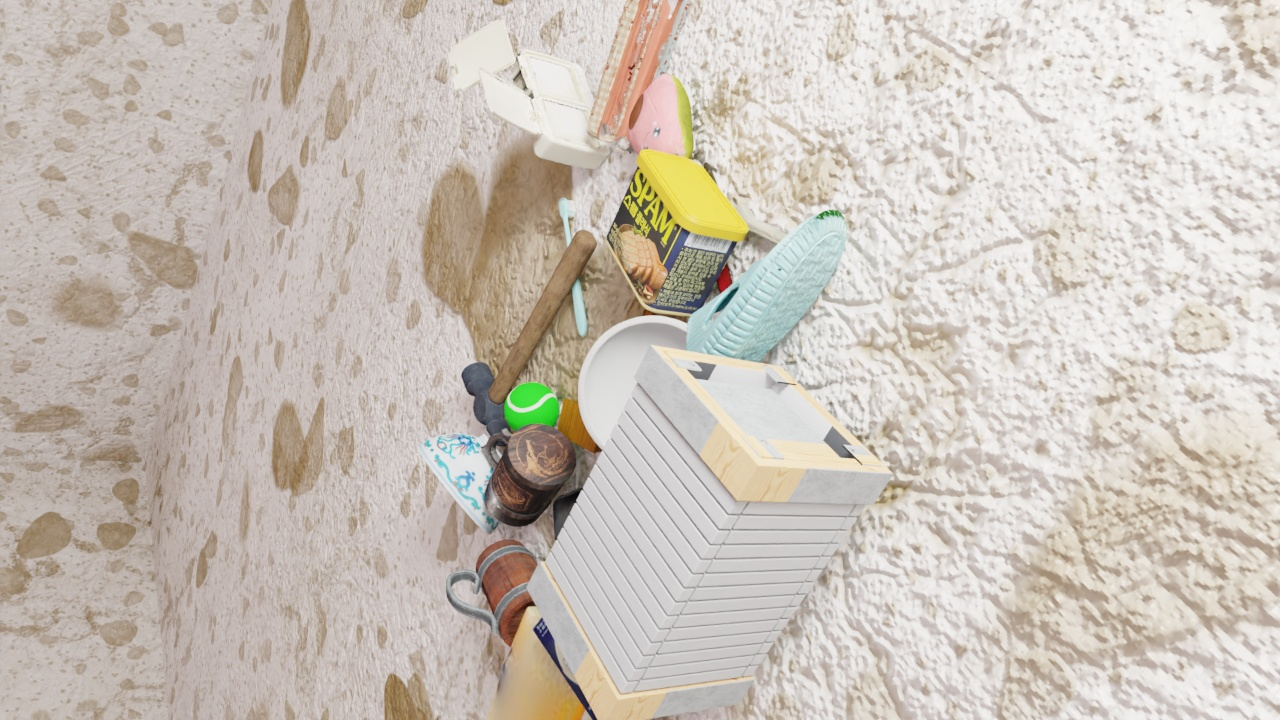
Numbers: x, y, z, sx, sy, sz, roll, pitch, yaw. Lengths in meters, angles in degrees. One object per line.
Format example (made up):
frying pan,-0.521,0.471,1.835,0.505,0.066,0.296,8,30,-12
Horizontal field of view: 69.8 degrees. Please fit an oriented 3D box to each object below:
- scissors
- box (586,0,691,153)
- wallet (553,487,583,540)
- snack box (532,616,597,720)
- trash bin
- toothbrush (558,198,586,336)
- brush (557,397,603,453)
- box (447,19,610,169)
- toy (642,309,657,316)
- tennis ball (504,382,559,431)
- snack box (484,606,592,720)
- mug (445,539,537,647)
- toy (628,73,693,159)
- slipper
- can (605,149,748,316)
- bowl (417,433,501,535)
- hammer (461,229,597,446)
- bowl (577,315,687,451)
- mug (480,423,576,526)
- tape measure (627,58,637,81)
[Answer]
scissors,0.093,-0.112,0.875,0.180,0.015,0.198,-12,74,53
box,-0.004,-0.325,1.011,0.067,0.056,0.187,26,109,19
wallet,-0.062,0.195,1.016,0.089,0.026,0.114,-30,61,45
snack box,-0.020,0.255,0.894,0.144,0.042,0.145,-52,40,0
trash bin,0.045,0.136,0.720,0.142,0.142,0.247,49,121,43
toothbrush,-0.079,-0.113,1.103,0.016,0.016,0.180,-27,64,46
brush,-0.052,0.079,1.029,0.126,0.017,0.048,21,100,52
box,-0.115,-0.305,1.045,0.081,0.180,0.143,-40,61,41
toy,-0.006,0.005,0.951,0.087,0.067,0.112,25,87,34
tennis ball,-0.130,0.059,1.096,0.066,0.065,0.065,-13,74,51
snack box,-0.102,0.386,0.989,0.145,0.080,0.195,39,114,49
mug,-0.159,0.270,1.060,0.111,0.117,0.082,45,137,51
toy,0.025,-0.240,0.956,0.090,0.051,0.110,-50,48,38
slipper,0.076,-0.019,0.788,0.069,0.115,0.277,40,115,20
can,0.030,-0.123,0.891,0.105,0.075,0.135,-63,37,32
bowl,-0.206,0.140,1.157,0.074,0.144,0.144,-39,41,-10
hammer,-0.133,-0.032,1.130,0.323,0.040,0.129,-55,49,35
bowl,0.016,0.031,0.892,0.150,0.043,0.149,1,94,15
mug,-0.140,0.121,1.066,0.115,0.079,0.107,54,139,18
tape measure,-0.020,-0.336,1.059,0.059,0.019,0.051,21,101,52
